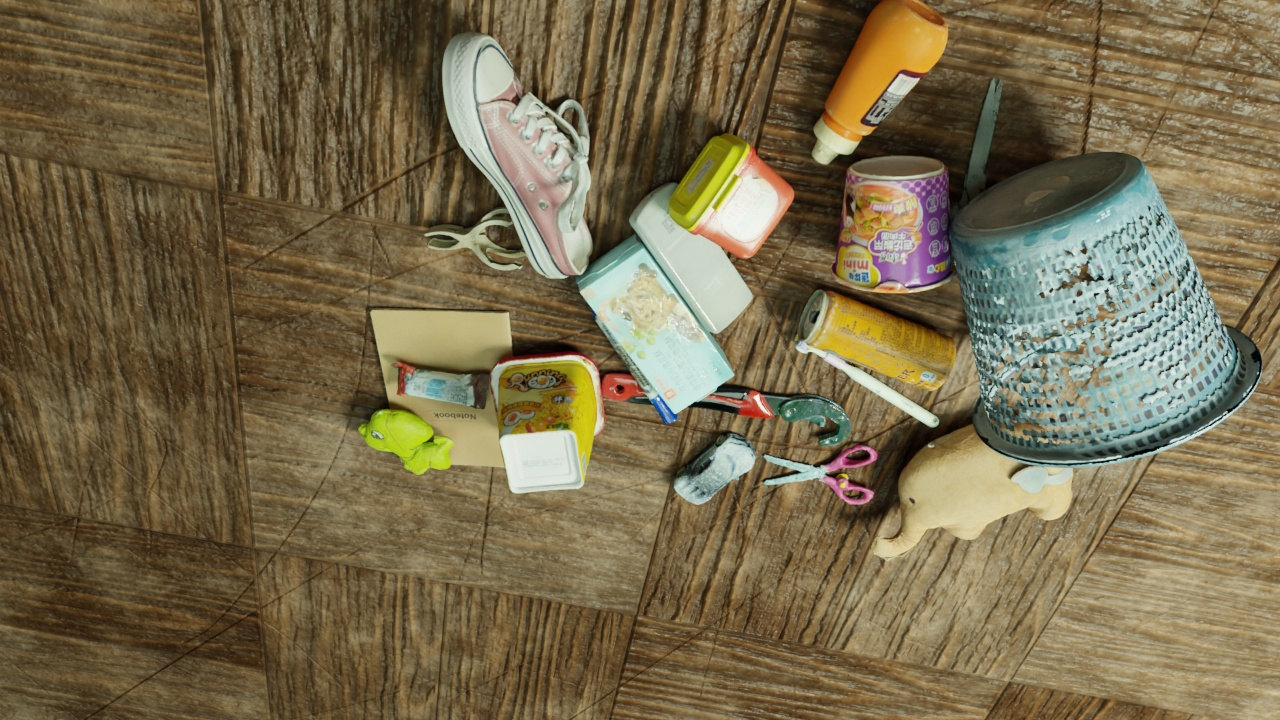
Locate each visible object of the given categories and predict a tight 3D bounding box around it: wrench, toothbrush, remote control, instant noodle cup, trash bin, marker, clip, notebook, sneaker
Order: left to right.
[{"bbox_3d":[-0.207,0.034,1.007,0.148,0.008,0.208,2,124,4],"label":"notebook"},{"bbox_3d":[-0.153,-0.127,0.880,0.102,0.034,0.095,24,127,-2],"label":"clip"},{"bbox_3d":[-0.085,-0.175,0.798,0.088,0.118,0.241,-2,132,28],"label":"sneaker"},{"bbox_3d":[-0.098,0.066,0.944,0.116,0.123,0.116,-5,124,2],"label":"instant noodle cup"},{"bbox_3d":[-0.006,0.006,0.951,0.017,0.016,0.146,-27,108,21],"label":"marker"},{"bbox_3d":[0.049,-0.097,0.873,0.058,0.021,0.150,-44,116,-15],"label":"remote control"},{"bbox_3d":[0.093,0.046,0.983,0.273,0.016,0.056,11,119,-2],"label":"wrench"},{"bbox_3d":[0.238,0.022,0.951,0.189,0.029,0.020,31,163,-16],"label":"toothbrush"},{"bbox_3d":[0.224,-0.124,0.807,0.111,0.111,0.099,-1,115,6],"label":"instant noodle cup"},{"bbox_3d":[0.360,-0.055,0.761,0.227,0.226,0.195,-22,109,18],"label":"trash bin"}]

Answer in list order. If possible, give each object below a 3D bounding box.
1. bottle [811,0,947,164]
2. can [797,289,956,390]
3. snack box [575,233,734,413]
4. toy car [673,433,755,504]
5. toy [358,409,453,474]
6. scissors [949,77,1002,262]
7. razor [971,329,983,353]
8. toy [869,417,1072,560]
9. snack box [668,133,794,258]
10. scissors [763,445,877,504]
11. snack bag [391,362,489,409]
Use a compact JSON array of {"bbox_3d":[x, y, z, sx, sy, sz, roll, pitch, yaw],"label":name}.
[{"bbox_3d":[0.190,-0.226,0.766,0.066,0.066,0.150,24,130,-11],"label":"bottle"},{"bbox_3d":[0.232,-0.020,0.900,0.146,0.058,0.058,20,123,-8],"label":"can"},{"bbox_3d":[0.016,-0.034,0.906,0.074,0.051,0.175,-34,115,9],"label":"snack box"},{"bbox_3d":[0.083,0.123,1.027,0.049,0.031,0.106,37,119,-19],"label":"toy car"},{"bbox_3d":[-0.259,0.088,1.024,0.097,0.031,0.100,-12,126,14],"label":"toy"},{"bbox_3d":[0.310,-0.163,0.827,0.133,0.014,0.176,32,118,-14],"label":"scissors"},{"bbox_3d":[0.345,-0.065,0.875,0.043,0.028,0.133,7,119,-14],"label":"razor"},{"bbox_3d":[0.342,0.139,0.984,0.226,0.082,0.143,-24,106,23],"label":"toy"},{"bbox_3d":[0.082,-0.142,0.814,0.080,0.082,0.091,31,101,-24],"label":"snack box"},{"bbox_3d":[0.203,0.119,1.024,0.135,0.017,0.108,18,125,-3],"label":"scissors"},{"bbox_3d":[-0.215,0.027,0.981,0.105,0.026,0.045,9,115,-2],"label":"snack bag"}]
